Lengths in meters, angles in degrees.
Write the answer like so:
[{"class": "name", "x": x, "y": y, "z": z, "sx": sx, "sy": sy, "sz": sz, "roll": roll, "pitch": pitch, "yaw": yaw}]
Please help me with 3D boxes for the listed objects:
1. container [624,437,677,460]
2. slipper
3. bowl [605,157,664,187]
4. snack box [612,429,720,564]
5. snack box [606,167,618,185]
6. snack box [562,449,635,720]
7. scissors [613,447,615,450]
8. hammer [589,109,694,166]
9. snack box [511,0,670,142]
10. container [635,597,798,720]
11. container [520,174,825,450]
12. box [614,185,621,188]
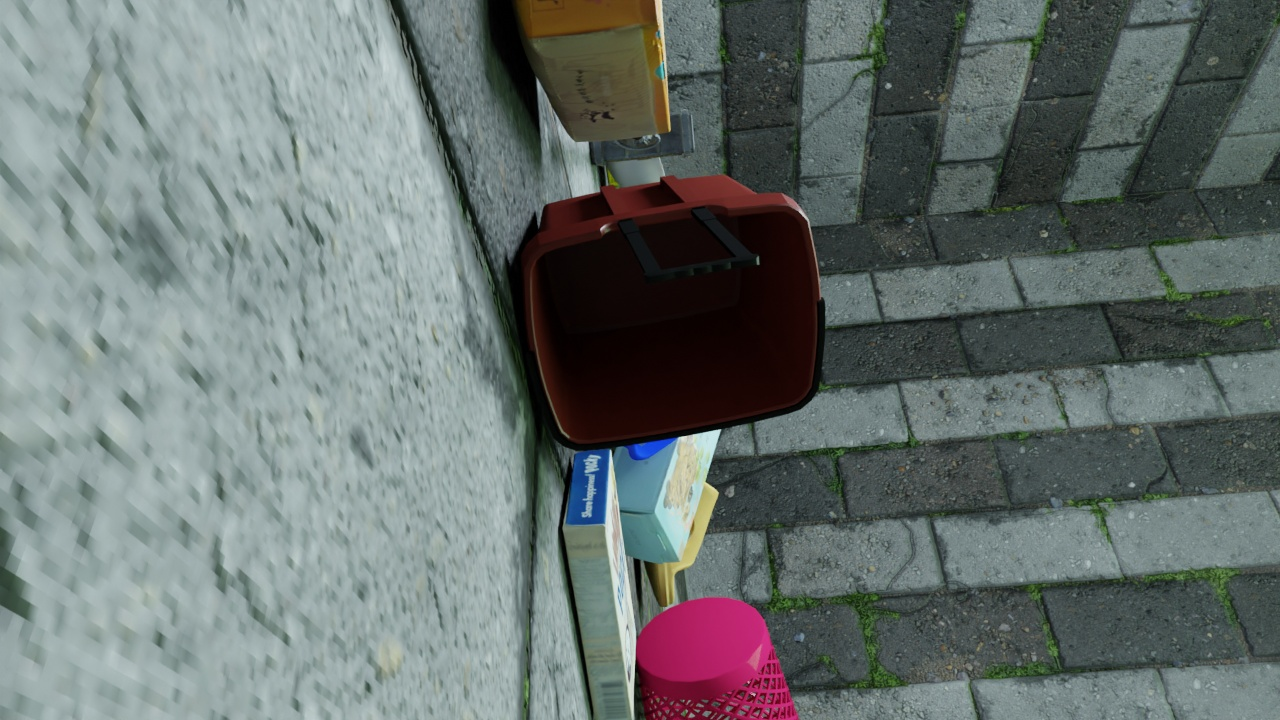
[{"class": "container", "x": 0.009, "y": 0.004, "z": 0.650, "sx": 0.114, "sy": 0.058, "sz": 0.096, "roll": -38, "pitch": 138, "yaw": -31}, {"class": "slipper", "x": 0.039, "y": 0.130, "z": 0.995, "sx": 0.099, "sy": 0.078, "sz": 0.263, "roll": -169, "pitch": -102, "yaw": -75}, {"class": "bowl", "x": -0.016, "y": -0.216, "z": 0.970, "sx": 0.110, "sy": 0.040, "sz": 0.110, "roll": 62, "pitch": -7, "yaw": 13}, {"class": "snack box", "x": 0.023, "y": 0.065, "z": 0.726, "sx": 0.075, "sy": 0.053, "sz": 0.174, "roll": 67, "pitch": 36, "yaw": -46}, {"class": "snack box", "x": -0.030, "y": -0.269, "z": 1.029, "sx": 0.040, "sy": 0.029, "sz": 0.148, "roll": -91, "pitch": 175, "yaw": -48}, {"class": "snack box", "x": -0.023, "y": 0.138, "z": 0.564, "sx": 0.081, "sy": 0.026, "sz": 0.150, "roll": -87, "pitch": 172, "yaw": -63}, {"class": "scissors", "x": -0.014, "y": 0.119, "z": 0.892, "sx": 0.171, "sy": 0.023, "sz": 0.168, "roll": 73, "pitch": 6, "yaw": -59}, {"class": "hammer", "x": -0.004, "y": -0.189, "z": 0.759, "sx": 0.321, "sy": 0.098, "sz": 0.044, "roll": -78, "pitch": 162, "yaw": -78}, {"class": "snack box", "x": -0.032, "y": -0.238, "z": 0.504, "sx": 0.145, "sy": 0.080, "sz": 0.195, "roll": 58, "pitch": 27, "yaw": -83}, {"class": "container", "x": 0.082, "y": 0.363, "z": 0.900, "sx": 0.183, "sy": 0.183, "sz": 0.226, "roll": -85, "pitch": 162, "yaw": -70}, {"class": "container", "x": 0.016, "y": -0.021, "z": 0.451, "sx": 0.200, "sy": 0.148, "sz": 0.127, "roll": -108, "pitch": -171, "yaw": -63}, {"class": "box", "x": -0.008, "y": -0.177, "z": 1.096, "sx": 0.077, "sy": 0.089, "sz": 0.187, "roll": 49, "pitch": 22, "yaw": -25}]
